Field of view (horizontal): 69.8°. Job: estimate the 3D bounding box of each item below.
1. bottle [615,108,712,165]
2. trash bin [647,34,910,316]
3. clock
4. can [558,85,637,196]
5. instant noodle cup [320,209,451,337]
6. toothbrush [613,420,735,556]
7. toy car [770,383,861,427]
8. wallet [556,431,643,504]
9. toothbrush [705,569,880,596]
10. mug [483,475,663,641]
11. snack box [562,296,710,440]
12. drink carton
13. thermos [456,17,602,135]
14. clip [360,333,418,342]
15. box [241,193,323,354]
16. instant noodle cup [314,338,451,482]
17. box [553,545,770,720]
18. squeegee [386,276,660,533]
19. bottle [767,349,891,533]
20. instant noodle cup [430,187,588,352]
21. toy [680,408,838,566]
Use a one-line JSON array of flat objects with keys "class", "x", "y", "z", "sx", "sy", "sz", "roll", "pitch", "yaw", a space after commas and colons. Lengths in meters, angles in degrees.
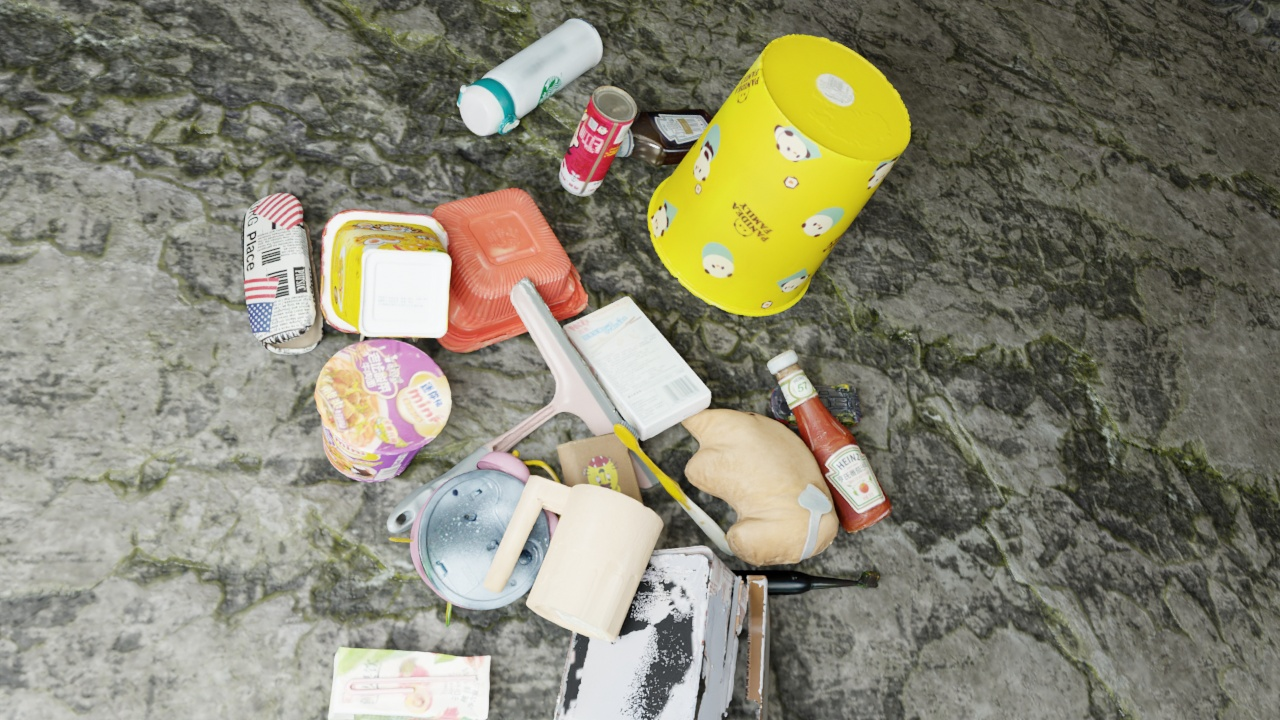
[{"class": "bottle", "x": 0.011, "y": -0.282, "z": 1.169, "sx": 0.194, "sy": 0.044, "sz": 0.080, "roll": -12, "pitch": 57, "yaw": -29}, {"class": "trash bin", "x": 0.160, "y": -0.215, "z": 1.061, "sx": 0.229, "sy": 0.256, "sz": 0.229, "roll": 11, "pitch": 56, "yaw": -18}, {"class": "clock", "x": -0.130, "y": 0.146, "z": 0.806, "sx": 0.158, "sy": 0.060, "sz": 0.117, "roll": -34, "pitch": 96, "yaw": -30}, {"class": "can", "x": -0.052, "y": -0.251, "z": 1.063, "sx": 0.053, "sy": 0.133, "sz": 0.053, "roll": 12, "pitch": 56, "yaw": -18}, {"class": "instant noodle cup", "x": -0.223, "y": -0.071, "z": 0.828, "sx": 0.116, "sy": 0.116, "sz": 0.124, "roll": 0, "pitch": 15, "yaw": -25}, {"class": "toothbrush", "x": 0.037, "y": 0.127, "z": 0.903, "sx": 0.191, "sy": 0.016, "sz": 0.018, "roll": 48, "pitch": 38, "yaw": -18}, {"class": "toy car", "x": 0.200, "y": 0.052, "z": 1.052, "sx": 0.106, "sy": 0.031, "sz": 0.049, "roll": 3, "pitch": 63, "yaw": -10}, {"class": "wallet", "x": -0.032, "y": 0.127, "z": 0.870, "sx": 0.090, "sy": 0.033, "sz": 0.115, "roll": -8, "pitch": 80, "yaw": -48}, {"class": "toothbrush", "x": 0.153, "y": 0.223, "z": 0.926, "sx": 0.212, "sy": 0.027, "sz": 0.026, "roll": 5, "pitch": 23, "yaw": -22}, {"class": "mug", "x": -0.056, "y": 0.160, "z": 0.759, "sx": 0.125, "sy": 0.084, "sz": 0.103, "roll": 17, "pitch": 64, "yaw": 13}, {"class": "snack box", "x": -0.006, "y": 0.006, "z": 0.956, "sx": 0.084, "sy": 0.027, "sz": 0.156, "roll": -26, "pitch": 57, "yaw": -22}, {"class": "drink carton", "x": -0.184, "y": 0.262, "z": 0.735, "sx": 0.122, "sy": 0.046, "sz": 0.053, "roll": 10, "pitch": 57, "yaw": -18}, {"class": "thermos", "x": -0.133, "y": -0.347, "z": 1.129, "sx": 0.073, "sy": 0.073, "sz": 0.223, "roll": 39, "pitch": 52, "yaw": 3}, {"class": "clip", "x": -0.252, "y": -0.064, "z": 0.919, "sx": 0.061, "sy": 0.034, "sz": 0.097, "roll": -1, "pitch": 65, "yaw": -26}, {"class": "box", "x": -0.342, "y": -0.088, "z": 0.862, "sx": 0.074, "sy": 0.081, "sz": 0.163, "roll": -5, "pitch": 65, "yaw": -21}, {"class": "instant noodle cup", "x": -0.233, "y": 0.051, "z": 0.812, "sx": 0.111, "sy": 0.099, "sz": 0.111, "roll": 12, "pitch": 58, "yaw": -19}, {"class": "box", "x": 0.049, "y": 0.281, "z": 0.800, "sx": 0.192, "sy": 0.157, "sz": 0.182, "roll": 53, "pitch": 38, "yaw": -42}, {"class": "squeegee", "x": -0.139, "y": 0.086, "z": 0.871, "sx": 0.248, "sy": 0.040, "sz": 0.247, "roll": -36, "pitch": 98, "yaw": -30}, {"class": "bottle", "x": 0.200, "y": 0.085, "z": 0.997, "sx": 0.059, "sy": 0.060, "sz": 0.206, "roll": -22, "pitch": 80, "yaw": -33}, {"class": "instant noodle cup", "x": -0.151, "y": -0.107, "z": 0.962, "sx": 0.188, "sy": 0.079, "sz": 0.164, "roll": -22, "pitch": 72, "yaw": -35}, {"class": "toy", "x": 0.114, "y": 0.108, "z": 0.947, "sx": 0.143, "sy": 0.083, "sz": 0.226, "roll": -7, "pitch": 52, "yaw": -35}]
